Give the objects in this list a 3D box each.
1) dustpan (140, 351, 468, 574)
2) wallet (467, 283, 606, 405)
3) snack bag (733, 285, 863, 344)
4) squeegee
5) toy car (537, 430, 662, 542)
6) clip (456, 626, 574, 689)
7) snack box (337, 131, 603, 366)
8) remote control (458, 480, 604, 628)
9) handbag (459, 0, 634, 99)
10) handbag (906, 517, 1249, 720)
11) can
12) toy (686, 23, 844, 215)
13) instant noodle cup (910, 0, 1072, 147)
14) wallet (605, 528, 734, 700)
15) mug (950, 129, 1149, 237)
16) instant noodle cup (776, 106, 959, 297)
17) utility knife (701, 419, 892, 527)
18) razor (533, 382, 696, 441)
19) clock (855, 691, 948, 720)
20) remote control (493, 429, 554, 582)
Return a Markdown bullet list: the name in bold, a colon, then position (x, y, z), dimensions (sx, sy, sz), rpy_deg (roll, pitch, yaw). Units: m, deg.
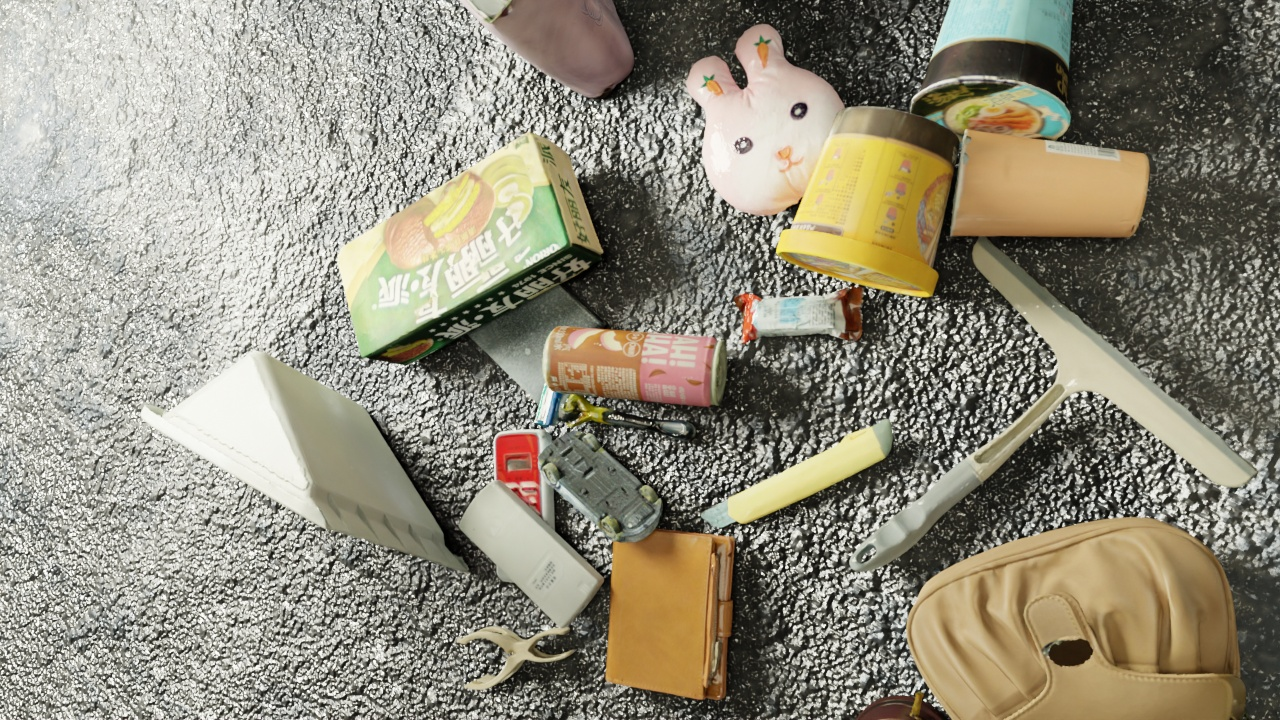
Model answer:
- **dustpan**: position (-0.310, 0.108, 0.804), dimensions (0.142, 0.222, 0.257), rpy_deg (-37, 62, 2)
- **wallet**: position (-0.100, -0.032, 0.836), dimensions (0.121, 0.019, 0.097), rpy_deg (42, 101, 22)
- **snack bag**: position (0.127, -0.036, 0.741), dimensions (0.105, 0.026, 0.045), rpy_deg (-2, 76, 20)
- **squeegee**: position (0.251, 0.076, 0.678), dimensions (0.247, 0.039, 0.246), rpy_deg (-48, 54, 17)
- **toy car**: position (-0.035, 0.108, 0.778), dimensions (0.120, 0.037, 0.054), rpy_deg (37, 56, 26)
- **clip**: position (-0.116, 0.245, 0.810), dimensions (0.104, 0.035, 0.089), rpy_deg (-36, 75, 10)
- **snack box**: position (-0.159, -0.094, 0.827), dimensions (0.241, 0.063, 0.114), rpy_deg (-25, 72, 22)
- **remote control**: position (-0.096, 0.165, 0.793), dimensions (0.135, 0.019, 0.056), rpy_deg (40, 102, 17)
- **handbag**: position (-0.092, -0.309, 0.759), dimensions (0.098, 0.196, 0.145), rpy_deg (-39, 74, 14)
- **handbag**: position (0.290, 0.191, 0.618), dimensions (0.205, 0.099, 0.147), rpy_deg (-25, 78, 20)
- **can**: position (-0.005, 0.004, 0.763), dimensions (0.147, 0.058, 0.058), rpy_deg (5, 87, 13)
- **toy**: position (0.098, -0.199, 0.754), dimensions (0.121, 0.054, 0.159), rpy_deg (-31, 71, 15)
- **instant noodle cup**: position (0.264, -0.230, 0.670), dimensions (0.111, 0.111, 0.120), rpy_deg (11, 81, 22)
- **wallet**: position (0.023, 0.206, 0.759), dimensions (0.108, 0.031, 0.131), rpy_deg (1, 86, 25)
- **mug**: position (0.292, -0.124, 0.662), dimensions (0.123, 0.078, 0.078), rpy_deg (7, 88, 17)
- **instant noodle cup**: position (0.173, -0.117, 0.680), dimensions (0.118, 0.118, 0.114), rpy_deg (17, 92, 22)
- **utility knife**: position (0.125, 0.096, 0.736), dimensions (0.175, 0.019, 0.031), rpy_deg (-28, 72, 16)
- **razor**: position (-0.020, 0.049, 0.794), dimensions (0.143, 0.022, 0.042), rpy_deg (10, 82, 15)
- **clock**: position (0.183, 0.303, 0.675), dimensions (0.122, 0.055, 0.082), rpy_deg (-46, 72, 14)
- **remote control**: position (-0.104, 0.130, 0.821), dimensions (0.056, 0.020, 0.136), rpy_deg (-4, 84, 20)
